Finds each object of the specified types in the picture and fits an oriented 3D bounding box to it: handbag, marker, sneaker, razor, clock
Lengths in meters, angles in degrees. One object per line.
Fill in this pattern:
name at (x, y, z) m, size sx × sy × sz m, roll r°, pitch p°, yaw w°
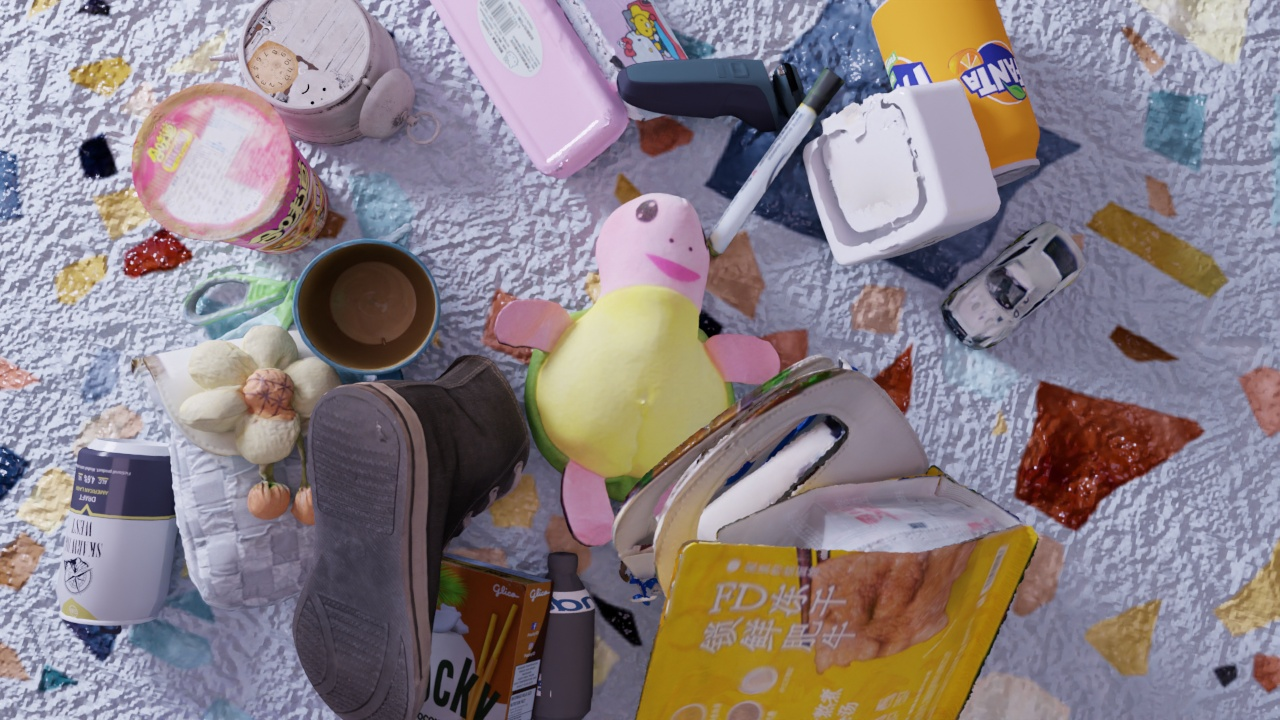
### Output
handbag at (-0.237, 0.067, 0.578) m, size 0.112 × 0.124 × 0.171 m, roll -13°, pitch 88°, yaw -36°
handbag at (0.069, 0.078, 0.552) m, size 0.200 × 0.199 × 0.093 m, roll -43°, pitch 50°, yaw -6°
marker at (0.089, -0.134, 0.630) m, size 0.017 × 0.017 × 0.147 m, roll 36°, pitch 106°, yaw 2°
sneaker at (-0.136, 0.113, 0.556) m, size 0.095 × 0.119 × 0.235 m, roll 11°, pitch 107°, yaw 24°
razor at (0.052, -0.182, 0.622) m, size 0.142 × 0.052 × 0.047 m, roll -3°, pitch 63°, yaw -20°
clock at (-0.206, -0.197, 0.630) m, size 0.157 × 0.061 × 0.103 m, roll 33°, pitch 86°, yaw 3°

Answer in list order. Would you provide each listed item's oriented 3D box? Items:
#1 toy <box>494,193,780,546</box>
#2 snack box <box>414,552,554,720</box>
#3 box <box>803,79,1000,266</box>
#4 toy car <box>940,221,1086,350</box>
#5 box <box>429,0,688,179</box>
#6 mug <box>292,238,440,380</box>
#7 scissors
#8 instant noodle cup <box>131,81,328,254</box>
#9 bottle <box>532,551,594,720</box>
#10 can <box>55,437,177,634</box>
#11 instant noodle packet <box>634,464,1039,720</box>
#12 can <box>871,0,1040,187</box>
toy at (-0.004, 0.004, 0.604) m, size 0.190 × 0.088 × 0.238 m, roll 7°, pitch 85°, yaw -12°
snack box at (-0.120, 0.225, 0.593) m, size 0.101 × 0.031 × 0.186 m, roll 7°, pitch 85°, yaw 29°
box at (0.159, -0.121, 0.597) m, size 0.076 × 0.107 × 0.102 m, roll -16°, pitch 87°, yaw -34°
toy car at (0.263, -0.052, 0.642) m, size 0.105 × 0.033 × 0.048 m, roll -39°, pitch 89°, yaw -2°
box at (-0.059, -0.240, 0.632) m, size 0.150 × 0.073 × 0.201 m, roll -32°, pitch 88°, yaw -3°
mug at (-0.171, -0.021, 0.594) m, size 0.084 × 0.104 × 0.112 m, roll -15°, pitch 99°, yaw -13°
scissors at (-0.236, -0.057, 0.644) m, size 0.175 × 0.033 × 0.078 m, roll -29°, pitch 85°, yaw -7°
instant noodle cup at (-0.256, -0.114, 0.599) m, size 0.097 × 0.108 × 0.097 m, roll 0°, pitch 85°, yaw -1°
bottle at (-0.054, 0.185, 0.612) m, size 0.047 × 0.047 × 0.112 m, roll 1°, pitch 85°, yaw -1°
can at (-0.341, 0.117, 0.603) m, size 0.064 × 0.064 × 0.127 m, roll 7°, pitch 86°, yaw -1°
instant noodle packet at (0.095, 0.153, 0.514) m, size 0.221 × 0.084 × 0.163 m, roll -1°, pitch 118°, yaw -32°
can at (0.216, -0.187, 0.626) m, size 0.079 × 0.079 × 0.142 m, roll -17°, pitch 86°, yaw -2°
